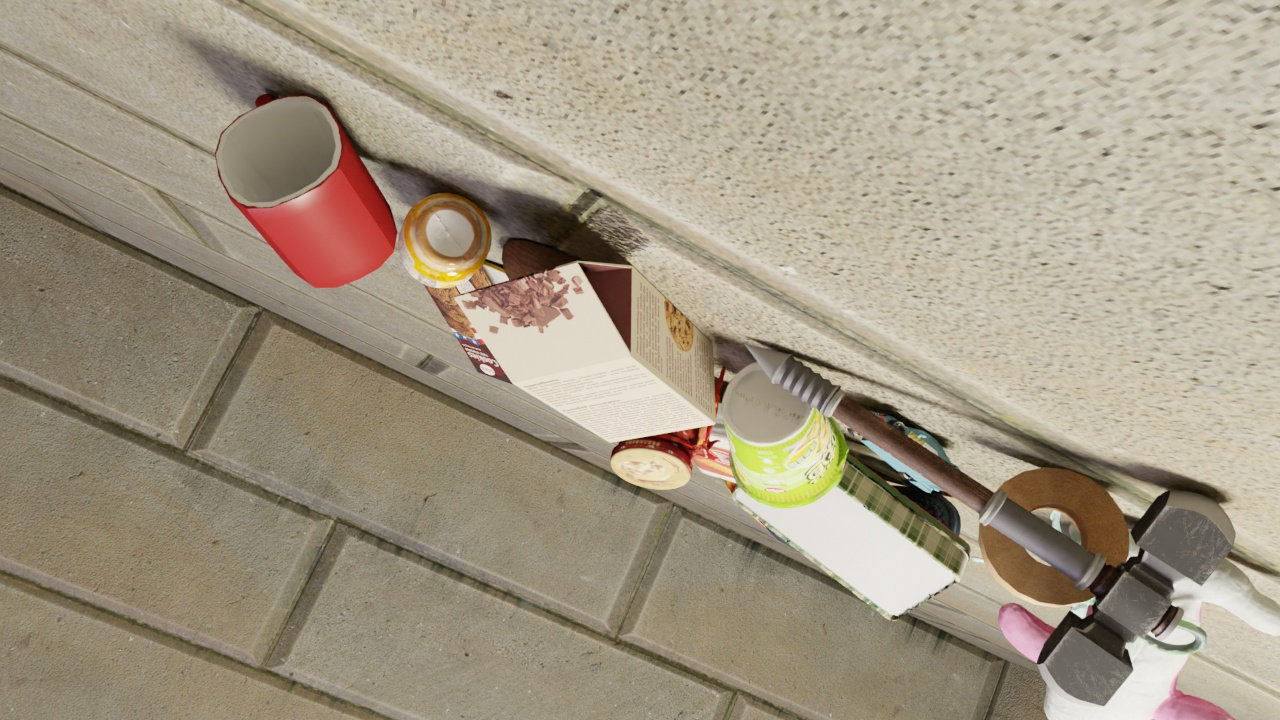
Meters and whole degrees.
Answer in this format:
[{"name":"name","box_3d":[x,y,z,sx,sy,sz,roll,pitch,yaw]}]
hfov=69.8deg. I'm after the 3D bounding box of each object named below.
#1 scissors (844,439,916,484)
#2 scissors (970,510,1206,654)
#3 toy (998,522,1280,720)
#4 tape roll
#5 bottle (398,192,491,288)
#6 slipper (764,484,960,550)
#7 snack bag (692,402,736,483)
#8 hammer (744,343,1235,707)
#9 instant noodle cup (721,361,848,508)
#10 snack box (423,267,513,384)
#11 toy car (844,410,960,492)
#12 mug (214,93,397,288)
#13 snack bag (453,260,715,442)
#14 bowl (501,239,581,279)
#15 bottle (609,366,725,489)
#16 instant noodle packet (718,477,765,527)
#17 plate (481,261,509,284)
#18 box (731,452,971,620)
[{"name":"scissors","box_3d":[0.187,0.075,0.857,0.169,0.012,0.133,34,166,-25]},{"name":"scissors","box_3d":[0.340,0.177,0.707,0.172,0.021,0.172,14,126,36]},{"name":"toy","box_3d":[0.406,0.220,0.767,0.187,0.127,0.266,24,138,22]},{"name":"tape roll","box_3d":[0.286,0.123,0.640,0.094,0.094,0.027,21,169,21]},{"name":"bottle","box_3d":[-0.147,-0.084,0.678,0.063,0.063,0.109,27,170,-15]},{"name":"slipper","box_3d":[0.205,0.155,0.970,0.082,0.101,0.264,31,165,-34]},{"name":"snack bag","box_3d":[0.083,0.086,0.943,0.077,0.041,0.225,14,167,16]},{"name":"hammer","box_3d":[0.204,0.077,0.620,0.322,0.156,0.043,35,-166,20]},{"name":"instant noodle cup","box_3d":[0.108,0.054,0.728,0.099,0.098,0.108,19,161,27]},{"name":"snack box","box_3d":[-0.151,-0.043,0.828,0.051,0.031,0.141,16,144,39]},{"name":"toy car","box_3d":[0.206,0.064,0.714,0.107,0.027,0.060,38,166,-16]},{"name":"mug","box_3d":[-0.223,-0.121,0.612,0.116,0.080,0.097,62,174,25]},{"name":"snack bag","box_3d":[-0.032,-0.012,0.660,0.095,0.069,0.206,-12,152,25]},{"name":"bowl","box_3d":[-0.061,-0.053,0.724,0.118,0.030,0.118,24,169,4]},{"name":"bottle","box_3d":[0.025,0.049,0.797,0.099,0.111,0.099,8,145,5]},{"name":"instant noodle packet","box_3d":[0.230,0.203,1.164,0.253,0.090,0.195,13,164,47]},{"name":"plate","box_3d":[-0.103,-0.023,0.895,0.230,0.021,0.230,29,163,9]},{"name":"box","box_3d":[0.196,0.151,0.864,0.205,0.050,0.118,35,137,5]}]
